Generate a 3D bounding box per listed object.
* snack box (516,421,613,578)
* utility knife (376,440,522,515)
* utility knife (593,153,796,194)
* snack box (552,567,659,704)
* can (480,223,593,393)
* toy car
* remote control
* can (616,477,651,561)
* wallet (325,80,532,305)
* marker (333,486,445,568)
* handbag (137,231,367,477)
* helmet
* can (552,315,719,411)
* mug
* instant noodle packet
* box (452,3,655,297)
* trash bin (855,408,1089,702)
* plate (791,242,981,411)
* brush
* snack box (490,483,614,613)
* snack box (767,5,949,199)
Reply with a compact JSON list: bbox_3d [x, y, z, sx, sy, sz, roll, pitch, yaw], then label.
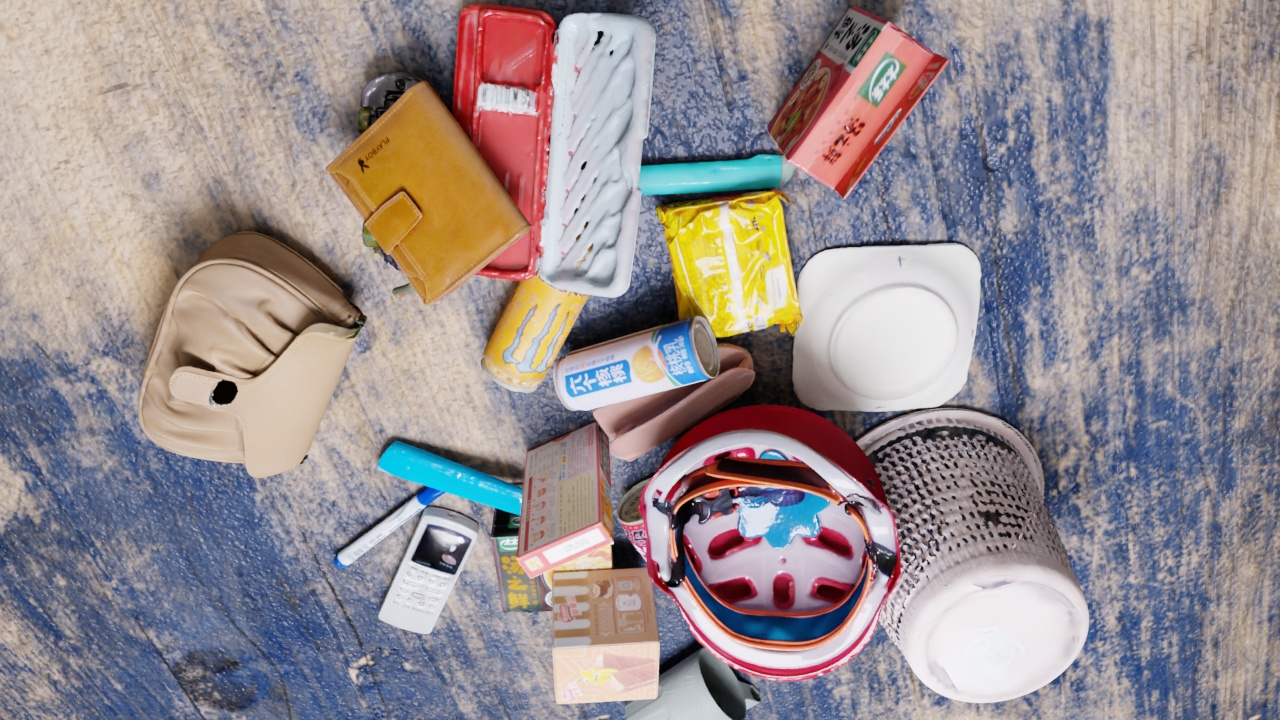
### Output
[{"bbox_3d":[-0.064,0.116,0.796,0.077,0.155,0.027,-25,117,9],"label":"snack box"},{"bbox_3d":[-0.143,0.120,0.851,0.208,0.018,0.034,19,110,2],"label":"utility knife"},{"bbox_3d":[0.039,-0.150,0.743,0.178,0.013,0.029,-4,114,-2],"label":"utility knife"},{"bbox_3d":[-0.034,0.256,0.856,0.094,0.092,0.077,-2,123,-4],"label":"snack box"},{"bbox_3d":[-0.080,-0.046,0.767,0.058,0.058,0.146,24,114,-14],"label":"can"},{"bbox_3d":[-0.181,-0.145,0.720,0.070,0.042,0.158,5,115,-1],"label":"toy car"},{"bbox_3d":[-0.212,0.212,0.916,0.058,0.021,0.150,22,115,-13],"label":"remote control"},{"bbox_3d":[0.026,0.164,0.875,0.066,0.066,0.094,-28,116,12],"label":"can"},{"bbox_3d":[-0.162,-0.118,0.683,0.119,0.035,0.130,-35,94,18],"label":"wallet"},{"bbox_3d":[-0.243,0.159,0.890,0.146,0.016,0.017,-37,113,15],"label":"marker"},{"bbox_3d":[-0.326,0.005,0.760,0.147,0.099,0.205,23,118,-17],"label":"handbag"},{"bbox_3d":[0.115,0.141,0.794,0.207,0.143,0.240,-5,116,15],"label":"helmet"},{"bbox_3d":[-0.005,0.005,0.771,0.135,0.053,0.053,-15,118,25],"label":"can"},{"bbox_3d":[0.058,0.375,0.985,0.103,0.083,0.124,-36,138,16],"label":"mug"},{"bbox_3d":[0.075,-0.076,0.767,0.111,0.044,0.128,-7,114,8],"label":"instant noodle packet"},{"bbox_3d":[-0.069,-0.155,0.683,0.161,0.049,0.201,10,105,15],"label":"box"},{"bbox_3d":[0.289,0.186,0.829,0.227,0.191,0.228,-1,117,-2],"label":"trash bin"},{"bbox_3d":[0.218,-0.021,0.807,0.164,0.034,0.164,-3,117,0],"label":"plate"},{"bbox_3d":[0.034,0.034,0.806,0.146,0.073,0.063,-29,114,10],"label":"brush"},{"bbox_3d":[-0.084,0.183,0.894,0.113,0.053,0.126,-4,122,0],"label":"snack box"},{"bbox_3d":[0.150,-0.190,0.664,0.044,0.127,0.113,29,112,-16],"label":"snack box"}]
